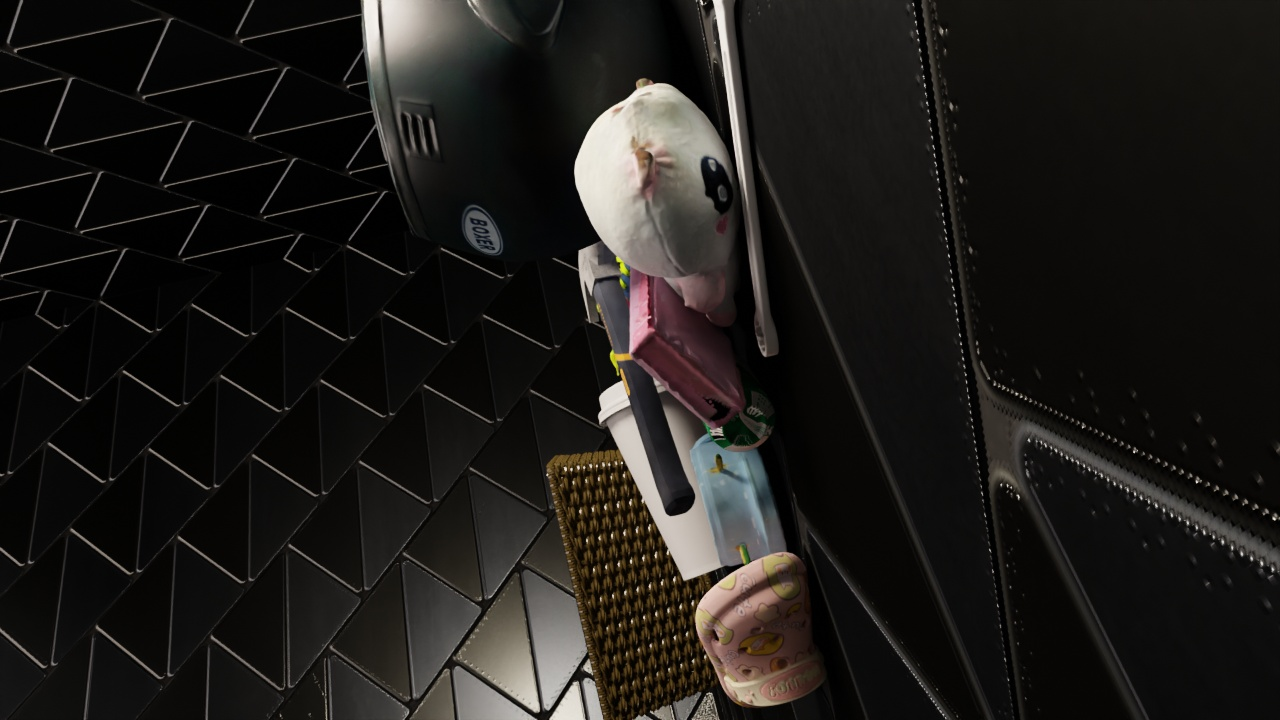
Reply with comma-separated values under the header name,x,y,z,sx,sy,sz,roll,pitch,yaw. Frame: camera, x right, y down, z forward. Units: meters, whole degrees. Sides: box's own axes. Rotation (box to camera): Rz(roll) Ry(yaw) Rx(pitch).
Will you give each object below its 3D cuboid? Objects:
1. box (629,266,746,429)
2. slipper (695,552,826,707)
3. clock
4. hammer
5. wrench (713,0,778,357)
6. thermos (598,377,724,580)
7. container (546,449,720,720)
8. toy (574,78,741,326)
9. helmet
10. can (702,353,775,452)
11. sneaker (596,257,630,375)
name,x,y,z,sx,sy,sz,roll,pitch,yaw
box,0.030,-0.038,0.697,0.098,0.037,0.232,43,-161,-18
slipper,0.101,0.231,0.711,0.197,0.093,0.081,79,166,-45
clock,0.083,0.117,0.783,0.162,0.060,0.118,66,-171,-84
hammer,-0.005,0.005,0.928,0.140,0.035,0.312,109,146,-60
wrench,0.063,-0.123,0.560,0.047,0.009,0.274,-109,6,-62
thermos,0.045,0.123,1.020,0.131,0.131,0.221,89,160,-78
container,0.019,0.260,1.167,0.176,0.205,0.321,132,125,-87
toy,0.026,-0.098,0.631,0.179,0.102,0.138,53,-154,-36
helmet,-0.090,-0.238,0.763,0.249,0.236,0.315,83,175,-63
can,0.068,0.029,0.707,0.101,0.053,0.053,-111,8,-67
sneaker,-0.007,-0.090,1.055,0.116,0.091,0.242,45,147,51
